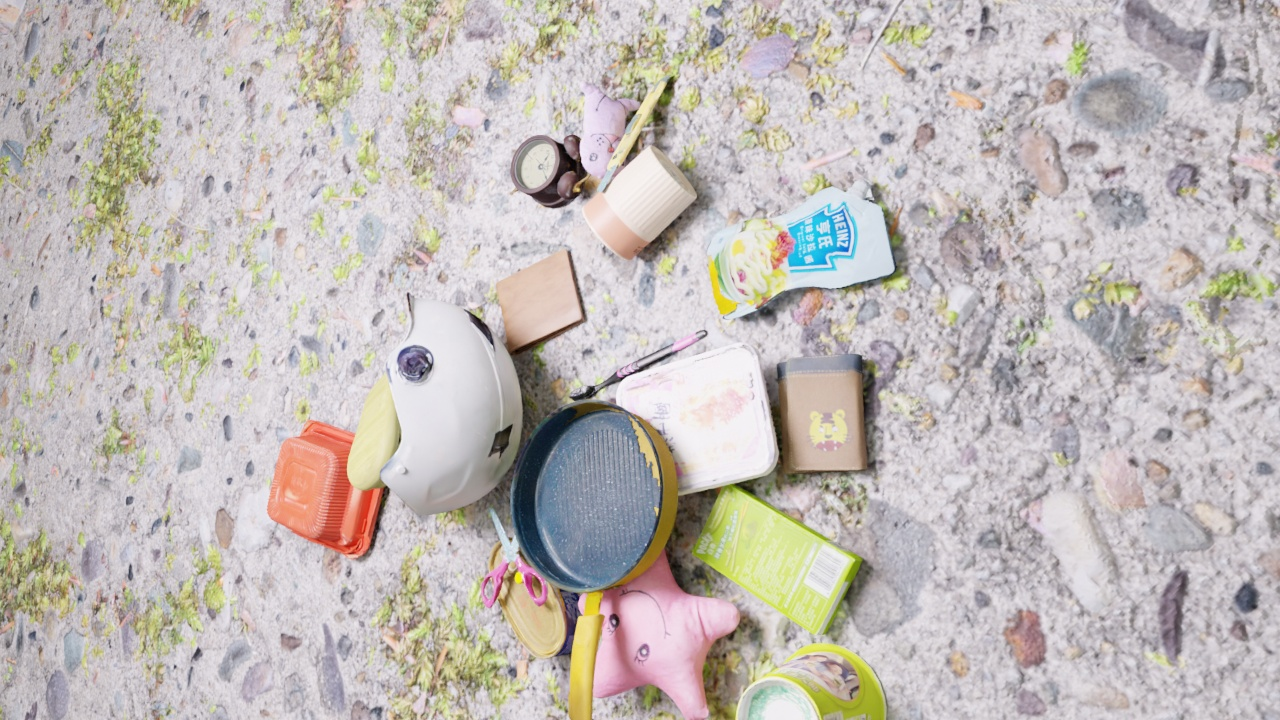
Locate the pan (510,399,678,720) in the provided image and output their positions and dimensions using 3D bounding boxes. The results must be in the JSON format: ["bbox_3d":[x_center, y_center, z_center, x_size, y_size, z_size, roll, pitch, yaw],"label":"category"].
[{"bbox_3d":[-0.052,0.213,0.920,0.198,0.078,0.357,-17,70,32],"label":"pan"}]

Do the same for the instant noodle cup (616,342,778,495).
[{"bbox_3d":[0.066,0.068,0.958,0.174,0.060,0.138,-18,72,31],"label":"instant noodle cup"}]

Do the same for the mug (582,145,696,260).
[{"bbox_3d":[-0.003,-0.187,1.047,0.106,0.081,0.114,-41,32,19],"label":"mug"}]

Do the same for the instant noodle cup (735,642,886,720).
[{"bbox_3d":[0.146,0.316,0.819,0.112,0.123,0.111,-7,77,32],"label":"instant noodle cup"}]

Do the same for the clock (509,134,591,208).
[{"bbox_3d":[-0.105,-0.235,1.131,0.122,0.055,0.082,1,81,32],"label":"clock"}]

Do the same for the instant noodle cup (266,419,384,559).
[{"bbox_3d":[-0.437,0.175,1.259,0.189,0.079,0.164,11,89,32],"label":"instant noodle cup"}]

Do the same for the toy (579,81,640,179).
[{"bbox_3d":[-0.040,-0.266,1.083,0.039,0.083,0.108,-5,80,57],"label":"toy"}]

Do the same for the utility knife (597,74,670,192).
[{"bbox_3d":[-0.008,-0.260,1.056,0.031,0.020,0.187,-12,50,54],"label":"utility knife"}]

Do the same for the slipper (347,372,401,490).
[{"bbox_3d":[-0.322,0.093,1.200,0.092,0.081,0.190,-42,34,28],"label":"slipper"}]

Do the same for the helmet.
[{"bbox_3d":[-0.210,0.052,1.071,0.146,0.229,0.258,3,72,-7],"label":"helmet"}]

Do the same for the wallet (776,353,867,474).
[{"bbox_3d":[0.178,0.053,0.905,0.090,0.033,0.115,-6,81,31],"label":"wallet"}]

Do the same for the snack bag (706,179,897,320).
[{"bbox_3d":[0.161,-0.113,0.945,0.191,0.039,0.110,-17,61,29],"label":"snack bag"}]

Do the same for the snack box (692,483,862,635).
[{"bbox_3d":[0.132,0.194,0.910,0.156,0.026,0.086,27,96,34],"label":"snack box"}]

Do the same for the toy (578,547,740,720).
[{"bbox_3d":[0.010,0.287,0.941,0.178,0.074,0.194,-51,53,4],"label":"toy"}]

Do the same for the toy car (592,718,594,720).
[{"bbox_3d":[-0.091,0.435,0.996,0.121,0.052,0.045,-36,88,18],"label":"toy car"}]

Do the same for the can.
[{"bbox_3d":[-0.116,0.268,1.046,0.075,0.049,0.148,-45,60,18],"label":"can"}]

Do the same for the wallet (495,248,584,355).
[{"bbox_3d":[-0.126,-0.072,1.136,0.115,0.020,0.101,-23,68,25],"label":"wallet"}]

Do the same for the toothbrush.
[{"bbox_3d":[-0.006,0.006,1.044,0.190,0.017,0.014,-27,65,25],"label":"toothbrush"}]

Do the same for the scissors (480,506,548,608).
[{"bbox_3d":[-0.149,0.226,1.034,0.131,0.017,0.133,-44,61,24],"label":"scissors"}]
